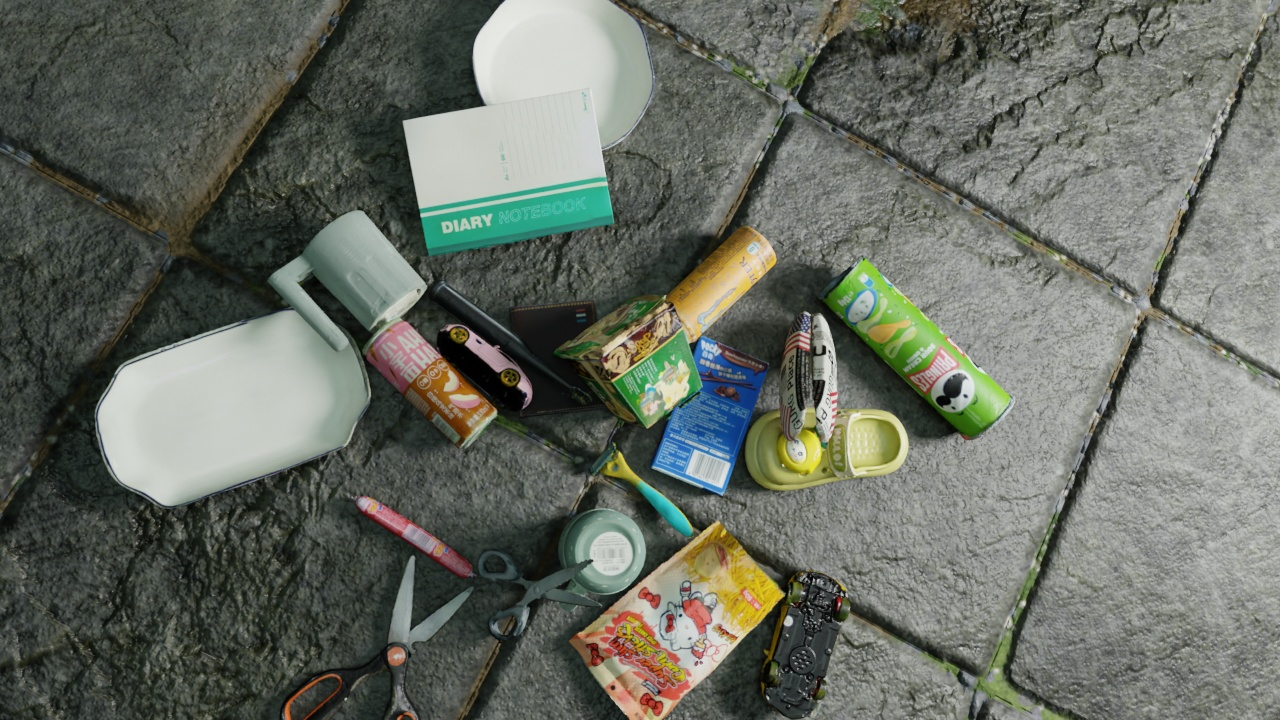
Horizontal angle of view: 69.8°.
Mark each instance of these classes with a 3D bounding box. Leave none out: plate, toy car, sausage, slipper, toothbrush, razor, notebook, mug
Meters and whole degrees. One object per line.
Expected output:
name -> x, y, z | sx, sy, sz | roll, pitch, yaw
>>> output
plate -> -0.087, -0.326, 1.045 | 0.205, 0.046, 0.204 | 1, 80, -8
toy car -> 0.172, 0.301, 0.979 | 0.071, 0.041, 0.155 | 19, 77, -4
sausage -> -0.235, 0.182, 0.954 | 0.156, 0.020, 0.020 | 34, 78, -1
slipper -> 0.210, 0.090, 1.002 | 0.190, 0.082, 0.091 | -4, 79, -11
plate -> -0.413, 0.047, 0.944 | 0.265, 0.034, 0.162 | -21, 84, -10
toothbrush -> -0.138, -0.016, 0.978 | 0.212, 0.027, 0.026 | 36, 105, 9
razor -> 0.007, 0.145, 0.989 | 0.132, 0.028, 0.043 | 40, 101, 3
notebook -> -0.144, -0.205, 1.002 | 0.209, 0.012, 0.150 | -10, 95, 1
mug -> -0.048, 0.204, 0.932 | 0.082, 0.106, 0.111 | 33, 78, -2
mug -> -0.301, -0.079, 0.951 | 0.103, 0.084, 0.123 | 47, 63, 0
toy car -> -0.163, 0.005, 0.971 | 0.122, 0.056, 0.037 | 39, 50, 8

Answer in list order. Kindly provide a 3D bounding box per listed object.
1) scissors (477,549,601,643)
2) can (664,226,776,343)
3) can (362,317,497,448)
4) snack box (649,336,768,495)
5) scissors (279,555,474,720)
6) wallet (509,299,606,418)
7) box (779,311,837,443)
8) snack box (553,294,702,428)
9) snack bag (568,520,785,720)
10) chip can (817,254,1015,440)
scissors -> -0.108, 0.228, 0.911 | 0.172, 0.014, 0.160 | 38, 117, 35
can -> 0.083, -0.083, 1.022 | 0.146, 0.058, 0.058 | -44, 89, -12
can -> -0.220, 0.024, 0.962 | 0.147, 0.058, 0.057 | 44, 78, 1
snack box -> 0.077, 0.061, 1.013 | 0.084, 0.026, 0.157 | 22, 78, -4
scissors -> -0.263, 0.317, 0.926 | 0.223, 0.022, 0.220 | -10, 83, -9
wallet -> -0.091, -0.002, 1.006 | 0.096, 0.020, 0.122 | -6, 84, -9
box -> 0.170, 0.014, 0.986 | 0.079, 0.074, 0.163 | -2, 48, 17
snack box -> -0.006, 0.006, 0.970 | 0.118, 0.118, 0.105 | -35, 107, -18
snack bag -> 0.041, 0.275, 0.962 | 0.207, 0.073, 0.128 | -41, 89, -5
chip can -> 0.309, -0.014, 1.036 | 0.236, 0.072, 0.072 | 44, 78, 1
